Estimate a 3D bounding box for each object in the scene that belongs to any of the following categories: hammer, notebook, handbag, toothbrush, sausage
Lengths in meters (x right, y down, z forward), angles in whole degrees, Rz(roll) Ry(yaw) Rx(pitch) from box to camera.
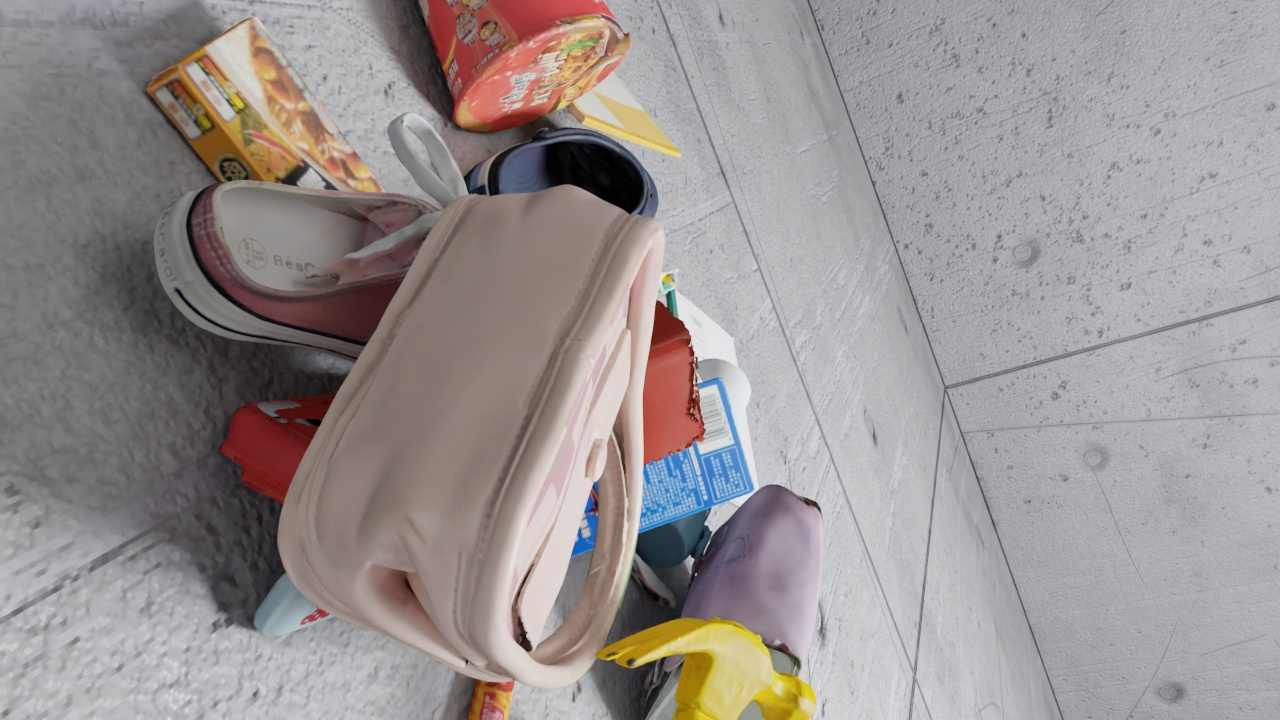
[{"bbox_3d":[-0.012,0.261,0.429,0.128,0.033,0.300,40,62,-24],"label":"hammer"},{"bbox_3d":[-0.046,-0.248,0.821,0.146,0.010,0.206,52,22,13],"label":"notebook"},{"bbox_3d":[0.073,0.194,0.673,0.098,0.145,0.196,26,26,6],"label":"handbag"},{"bbox_3d":[-0.011,-0.079,0.831,0.020,0.029,0.189,34,15,22],"label":"toothbrush"},{"bbox_3d":[0.076,0.042,0.937,0.150,0.012,0.208,34,43,-51],"label":"notebook"},{"bbox_3d":[-0.043,0.060,0.421,0.234,0.093,0.192,76,29,-50],"label":"handbag"},{"bbox_3d":[-0.078,0.161,0.521,0.021,0.021,0.164,53,30,-36],"label":"sausage"},{"bbox_3d":[-0.022,0.134,0.666,0.187,0.016,0.017,54,38,-34],"label":"toothbrush"}]

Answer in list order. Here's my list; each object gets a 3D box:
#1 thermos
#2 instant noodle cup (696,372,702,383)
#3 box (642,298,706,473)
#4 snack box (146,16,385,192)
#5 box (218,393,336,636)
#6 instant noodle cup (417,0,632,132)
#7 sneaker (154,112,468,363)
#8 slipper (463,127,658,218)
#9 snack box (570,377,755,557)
[{"bbox_3d":[0.043,0.081,0.768,0.070,0.070,0.219,61,29,-22],"label":"thermos"},{"bbox_3d":[-0.004,0.004,0.707,0.099,0.099,0.110,-2,69,-65],"label":"instant noodle cup"},{"bbox_3d":[-0.017,-0.010,0.585,0.168,0.077,0.091,48,-27,51],"label":"box"},{"bbox_3d":[-0.178,-0.095,0.482,0.154,0.026,0.075,58,28,-29],"label":"snack box"},{"bbox_3d":[-0.113,0.074,0.469,0.201,0.095,0.100,-4,115,-64],"label":"box"},{"bbox_3d":[-0.093,-0.243,0.650,0.108,0.138,0.137,63,24,3],"label":"instant noodle cup"},{"bbox_3d":[-0.108,-0.044,0.453,0.240,0.088,0.118,9,68,-63],"label":"sneaker"},{"bbox_3d":[-0.046,-0.136,0.712,0.252,0.095,0.105,-33,106,-61],"label":"slipper"},{"bbox_3d":[-0.004,0.072,0.620,0.157,0.026,0.084,-15,86,-24],"label":"snack box"}]
